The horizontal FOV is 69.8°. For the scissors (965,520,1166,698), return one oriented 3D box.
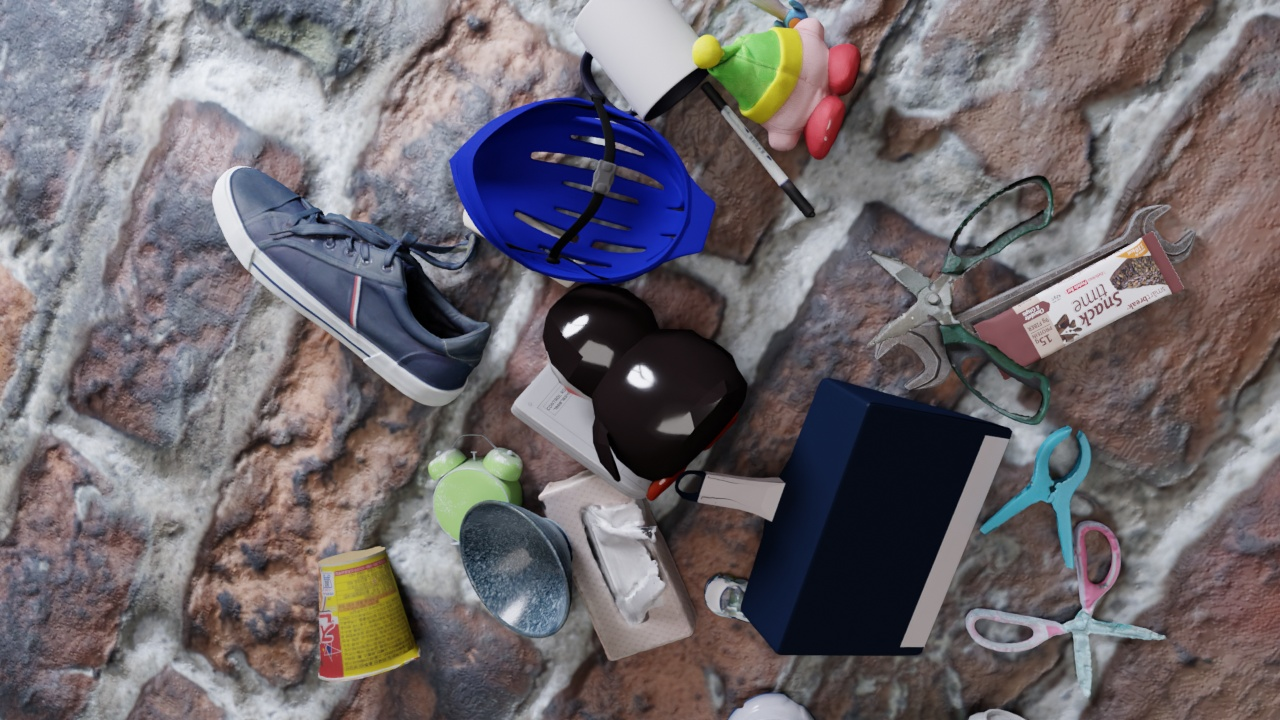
[{"bbox_3d":[0.382,0.228,0.831,0.177,0.013,0.170,-6,102,10],"label":"scissors"}]

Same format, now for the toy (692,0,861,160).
[{"bbox_3d":[0.111,-0.241,0.749,0.131,0.096,0.124,19,100,4],"label":"toy"}]

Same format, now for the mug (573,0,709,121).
[{"bbox_3d":[-0.006,-0.258,0.786,0.097,0.078,0.112,52,133,-2],"label":"mug"}]

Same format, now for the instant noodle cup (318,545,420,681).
[{"bbox_3d":[-0.282,0.251,0.922,0.100,0.100,0.112,-11,90,12],"label":"instant noodle cup"}]

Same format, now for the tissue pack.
[{"bbox_3d":[-0.018,0.190,0.873,0.104,0.071,0.181,-21,92,14],"label":"tissue pack"}]

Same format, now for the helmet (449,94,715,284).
[{"bbox_3d":[-0.062,-0.141,0.734,0.241,0.227,0.148,17,93,7],"label":"helmet"}]

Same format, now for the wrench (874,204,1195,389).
[{"bbox_3d":[0.333,-0.054,0.788,0.274,0.010,0.070,-27,95,14],"label":"wrench"}]

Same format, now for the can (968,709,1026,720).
[{"bbox_3d":[0.318,0.398,0.835,0.088,0.087,0.140,21,103,6],"label":"can"}]

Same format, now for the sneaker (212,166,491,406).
[{"bbox_3d":[-0.253,-0.097,0.843,0.294,0.120,0.127,40,117,-2],"label":"sneaker"}]

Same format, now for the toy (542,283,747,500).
[{"bbox_3d":[-0.005,0.004,0.797,0.184,0.140,0.158,44,63,11],"label":"toy"}]

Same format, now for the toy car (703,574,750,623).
[{"bbox_3d":[0.104,0.233,0.876,0.090,0.027,0.039,13,104,8],"label":"toy car"}]

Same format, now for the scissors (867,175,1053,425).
[{"bbox_3d":[0.295,-0.059,0.776,0.201,0.015,0.206,42,100,14],"label":"scissors"}]

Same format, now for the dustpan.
[{"bbox_3d":[0.164,0.136,0.811,0.272,0.080,0.236,10,105,-28],"label":"dustpan"}]

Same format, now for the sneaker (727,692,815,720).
[{"bbox_3d":[0.183,0.441,0.846,0.103,0.132,0.269,-44,92,13],"label":"sneaker"}]

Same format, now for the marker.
[{"bbox_3d":[0.104,-0.184,0.806,0.011,0.011,0.152,-39,91,15],"label":"marker"}]

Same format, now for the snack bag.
[{"bbox_3d":[0.367,-0.044,0.771,0.158,0.013,0.057,-29,96,14],"label":"snack bag"}]

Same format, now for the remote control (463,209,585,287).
[{"bbox_3d":[-0.107,-0.114,0.855,0.125,0.018,0.038,31,104,3],"label":"remote control"}]

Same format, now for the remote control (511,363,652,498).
[{"bbox_3d":[-0.041,0.066,0.851,0.151,0.074,0.019,36,137,2],"label":"remote control"}]

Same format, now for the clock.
[{"bbox_3d":[-0.159,0.130,0.898,0.094,0.042,0.119,-3,99,10],"label":"clock"}]

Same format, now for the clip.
[{"bbox_3d":[0.365,0.116,0.800,0.097,0.026,0.116,21,100,14],"label":"clip"}]

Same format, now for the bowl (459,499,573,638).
[{"bbox_3d":[-0.100,0.182,0.850,0.137,0.057,0.137,16,117,34],"label":"bowl"}]
